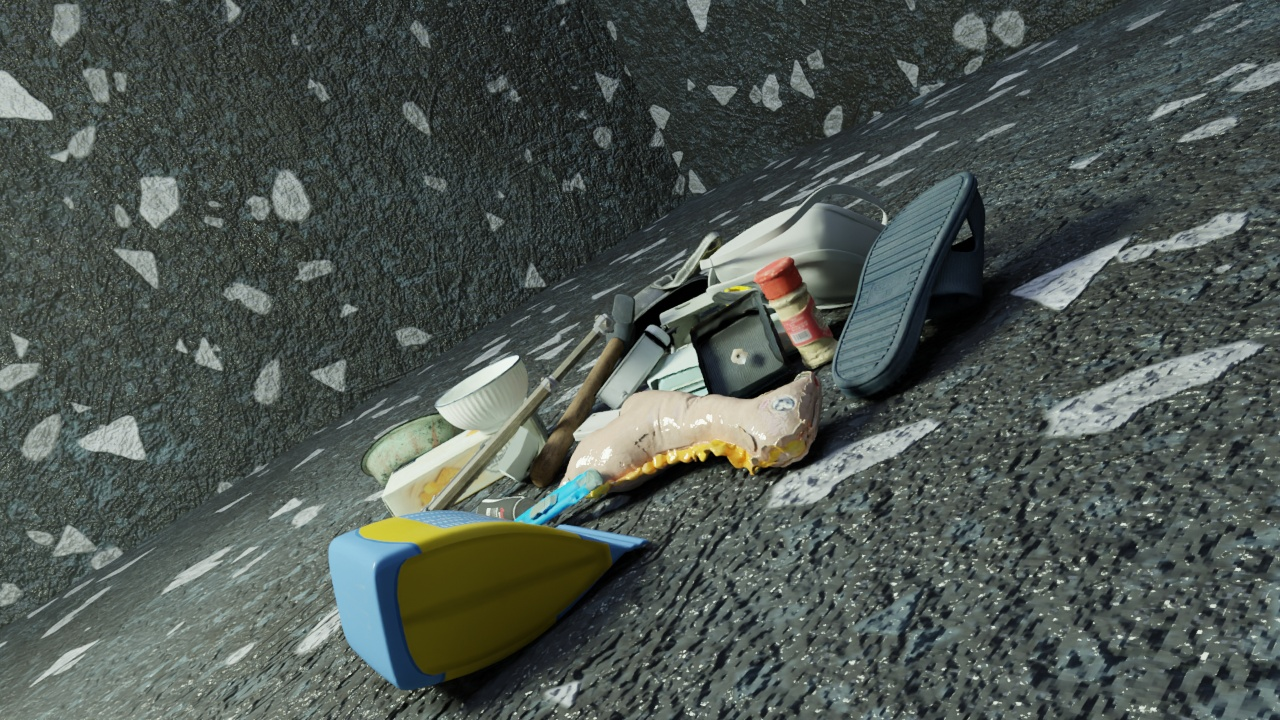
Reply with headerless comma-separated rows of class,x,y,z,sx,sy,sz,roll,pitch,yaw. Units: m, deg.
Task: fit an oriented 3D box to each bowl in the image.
bowl,-0.298,0.131,1.251,0.157,0.038,0.158,-25,-24,-12
bowl,-0.183,0.049,1.115,0.118,0.062,0.118,-27,12,6

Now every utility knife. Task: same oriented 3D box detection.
utility knife,-0.098,0.144,0.835,0.179,0.015,0.031,-39,28,27

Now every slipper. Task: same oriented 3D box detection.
slipper,0.247,-0.056,0.810,0.101,0.082,0.262,-20,33,53

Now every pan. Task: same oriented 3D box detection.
pan,0.042,-0.096,1.253,0.187,0.055,0.358,-33,-13,-22

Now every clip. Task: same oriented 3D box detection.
clip,0.091,-0.073,1.247,0.126,0.097,0.152,-24,22,14

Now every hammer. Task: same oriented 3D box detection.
hammer,-0.064,0.042,1.108,0.040,0.129,0.320,14,35,10
hammer,-0.137,0.068,1.019,0.316,0.028,0.147,-48,5,-4

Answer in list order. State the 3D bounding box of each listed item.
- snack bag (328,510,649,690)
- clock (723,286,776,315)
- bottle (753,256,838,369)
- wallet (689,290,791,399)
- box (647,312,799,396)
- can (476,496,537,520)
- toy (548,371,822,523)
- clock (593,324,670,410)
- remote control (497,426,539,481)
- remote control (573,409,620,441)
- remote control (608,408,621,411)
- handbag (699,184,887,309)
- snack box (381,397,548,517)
snack bag,-0.117,0.162,0.708,0.204,0.102,0.159,-12,2,-30
clock,0.160,-0.093,1.138,0.118,0.083,0.057,-30,27,-12
bottle,0.153,-0.046,0.888,0.044,0.109,0.044,-31,11,6
wallet,0.100,-0.008,0.935,0.089,0.026,0.114,-31,42,18
box,0.102,-0.005,0.999,0.199,0.066,0.083,-22,-6,27
can,-0.132,0.152,0.912,0.031,0.031,0.081,-37,14,-35
toy,0.034,0.081,0.783,0.195,0.065,0.265,-53,27,-18
clock,-0.006,0.006,1.066,0.122,0.035,0.095,-52,0,-31
remote control,-0.130,0.106,1.005,0.049,0.024,0.143,-62,-1,-11
remote control,-0.005,0.065,0.986,0.136,0.011,0.050,-10,20,31
remote control,-0.026,0.073,1.050,0.043,0.013,0.136,-26,12,16
handbag,0.153,-0.105,0.999,0.215,0.095,0.223,12,-19,-38
snack box,-0.218,0.129,1.160,0.208,0.057,0.104,-30,12,-2
